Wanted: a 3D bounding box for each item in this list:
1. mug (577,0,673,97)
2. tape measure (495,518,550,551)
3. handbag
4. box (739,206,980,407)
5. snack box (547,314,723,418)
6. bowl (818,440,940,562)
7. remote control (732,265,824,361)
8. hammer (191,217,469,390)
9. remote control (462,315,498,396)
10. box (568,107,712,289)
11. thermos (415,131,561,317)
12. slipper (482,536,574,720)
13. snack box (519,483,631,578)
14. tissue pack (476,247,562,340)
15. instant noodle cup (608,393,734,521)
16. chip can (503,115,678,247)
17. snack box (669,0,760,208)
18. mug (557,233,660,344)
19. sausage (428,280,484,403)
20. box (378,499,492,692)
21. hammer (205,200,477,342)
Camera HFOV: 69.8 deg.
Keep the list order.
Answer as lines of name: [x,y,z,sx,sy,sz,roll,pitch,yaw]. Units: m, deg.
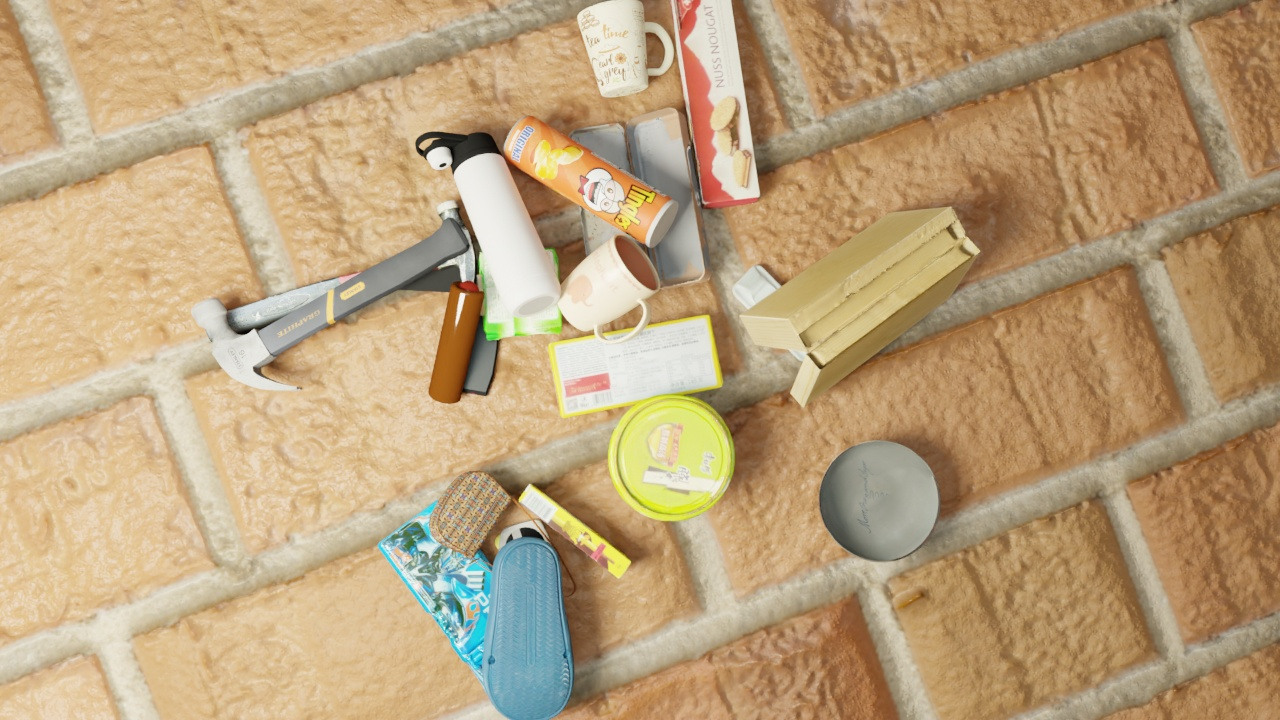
mug: [-0.011,-0.381,1.126,0.121,0.081,0.097,-14,97,-32]
tape measure: [-0.139,0.228,1.107,0.064,0.017,0.065,-19,89,-6]
handbag: [-0.154,0.215,1.079,0.195,0.043,0.093,40,61,-15]
box: [0.266,-0.072,1.084,0.248,0.141,0.148,-35,94,-13]
snack box: [-0.007,0.007,1.116,0.200,0.042,0.092,-11,88,-5]
bowl: [0.286,0.170,1.127,0.150,0.057,0.150,0,87,-5]
remote control: [0.175,-0.059,1.144,0.133,0.022,0.050,45,85,-2]
hammer: [-0.344,-0.077,1.061,0.312,0.035,0.139,-31,89,-6]
remote control: [-0.192,-0.020,1.116,0.039,0.010,0.124,10,86,-5]
box: [-0.002,-0.189,1.123,0.157,0.063,0.216,-10,89,3]
thermos: [-0.176,-0.161,1.061,0.101,0.069,0.229,-13,72,-37]
slipper: [-0.132,0.306,1.044,0.103,0.059,0.213,-3,91,-20]
snack box: [-0.079,0.201,1.091,0.149,0.061,0.025,38,82,-2]
tissue pack: [-0.146,-0.083,1.103,0.099,0.034,0.114,-3,79,-10]
instant noodle cup: [0.033,0.113,1.087,0.146,0.098,0.146,0,87,-5]
chip can: [-0.060,-0.213,1.085,0.210,0.062,0.062,33,85,11]
snack box: [0.091,-0.327,1.137,0.076,0.044,0.273,-7,88,-5]
mug: [-0.036,-0.073,1.070,0.104,0.085,0.111,-33,74,24]
sausage: [-0.216,-0.021,1.076,0.040,0.040,0.156,15,111,-4]
box: [-0.204,0.289,1.089,0.090,0.066,0.243,-37,91,-27]
hammer: [-0.352,-0.078,1.094,0.326,0.036,0.140,-18,88,-5]
